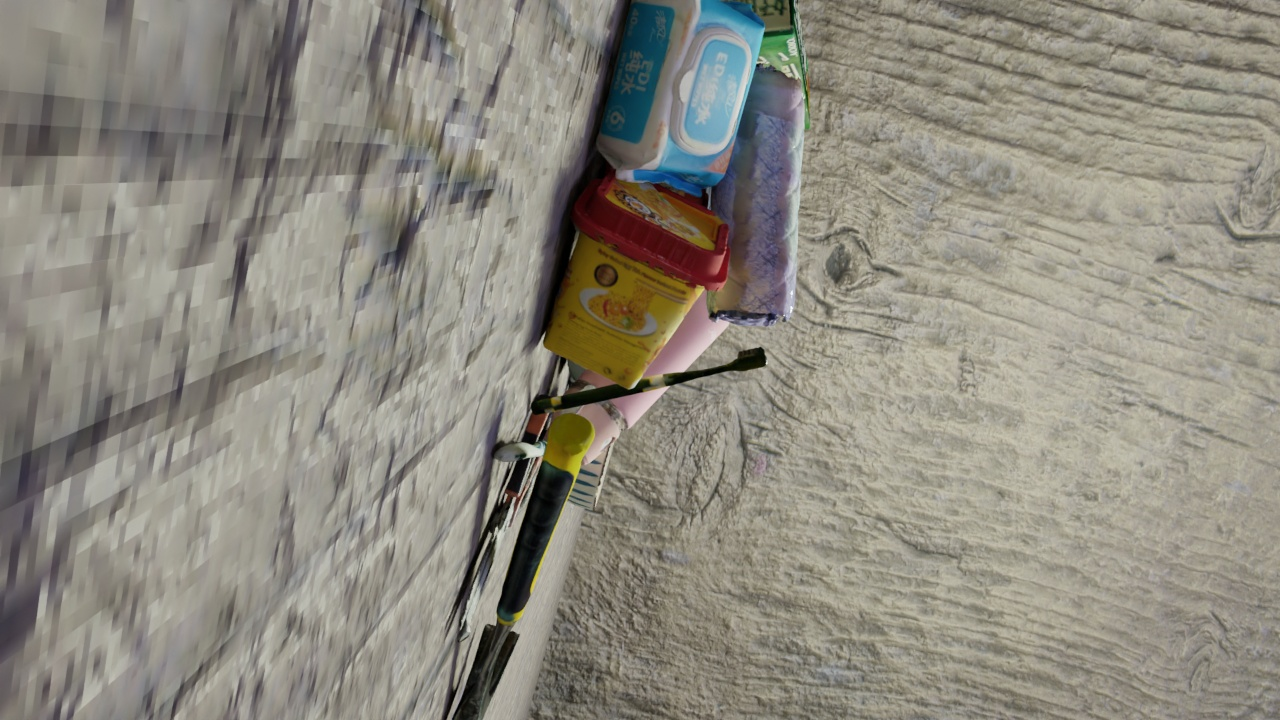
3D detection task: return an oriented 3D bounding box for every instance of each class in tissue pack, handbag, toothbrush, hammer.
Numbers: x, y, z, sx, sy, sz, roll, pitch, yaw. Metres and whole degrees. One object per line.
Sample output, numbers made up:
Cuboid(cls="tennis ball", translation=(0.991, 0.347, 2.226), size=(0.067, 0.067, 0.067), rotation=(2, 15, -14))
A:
Cuboid(cls="tissue pack", translation=(0.031, -0.189, 0.646), size=(0.089, 0.063, 0.140), rotation=(1, 111, -45))
Cuboid(cls="handbag", translation=(0.094, -0.126, 0.749), size=(0.134, 0.075, 0.194), rotation=(12, 80, -85))
Cuboid(cls="toothbrush", translation=(0.004, 0.016, 0.689), size=(0.017, 0.186, 0.012), rotation=(-81, 154, -55))
Cuboid(cls="toothbrush", translation=(-0.074, 0.062, 0.674), size=(0.191, 0.016, 0.018), rotation=(21, 70, -81))
Cuboid(cls="hammer", translation=(-0.094, 0.171, 0.679), size=(0.125, 0.032, 0.324), rotation=(-71, -178, -60))

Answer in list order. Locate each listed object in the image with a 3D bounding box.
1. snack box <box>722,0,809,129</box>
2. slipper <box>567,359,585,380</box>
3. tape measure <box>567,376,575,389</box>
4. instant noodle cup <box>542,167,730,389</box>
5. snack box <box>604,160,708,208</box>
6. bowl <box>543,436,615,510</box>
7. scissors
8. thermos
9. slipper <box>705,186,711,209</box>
Cuboid(cls="snack box", translation=(0.097, -0.282, 0.871), size=(0.240, 0.114, 0.063), rotation=(23, 66, -76))
Cuboid(cls="slipper", translation=(-0.010, -0.090, 0.864), size=(0.104, 0.074, 0.245), rotation=(-65, 172, -79))
Cuboid(cls="tape measure", translation=(-0.055, 0.002, 1.009), size=(0.065, 0.033, 0.066), rotation=(-76, -179, -57))
Cuboid(cls="instant noodle cup", translation=(-0.008, -0.057, 0.666), size=(0.124, 0.116, 0.116), rotation=(-61, -175, 26))
Cuboid(cls="snack box", translation=(0.013, -0.151, 0.749), size=(0.081, 0.091, 0.080), rotation=(-77, 175, -54))
Cuboid(cls="bowl", translation=(-0.061, 0.083, 0.900), size=(0.116, 0.066, 0.116), rotation=(22, 83, -88))
Cuboid(cls="scissors", translation=(-0.102, 0.120, 0.700), size=(0.197, 0.015, 0.205), rotation=(105, 1, -80))
Cuboid(cls="thermos", translation=(-0.005, 0.005, 0.828), size=(0.198, 0.067, 0.087), rotation=(-44, 160, -21))
Cuboid(cls="slipper", translation=(0.037, -0.186, 1.038), size=(0.252, 0.105, 0.095), rotation=(-56, 148, -46))
